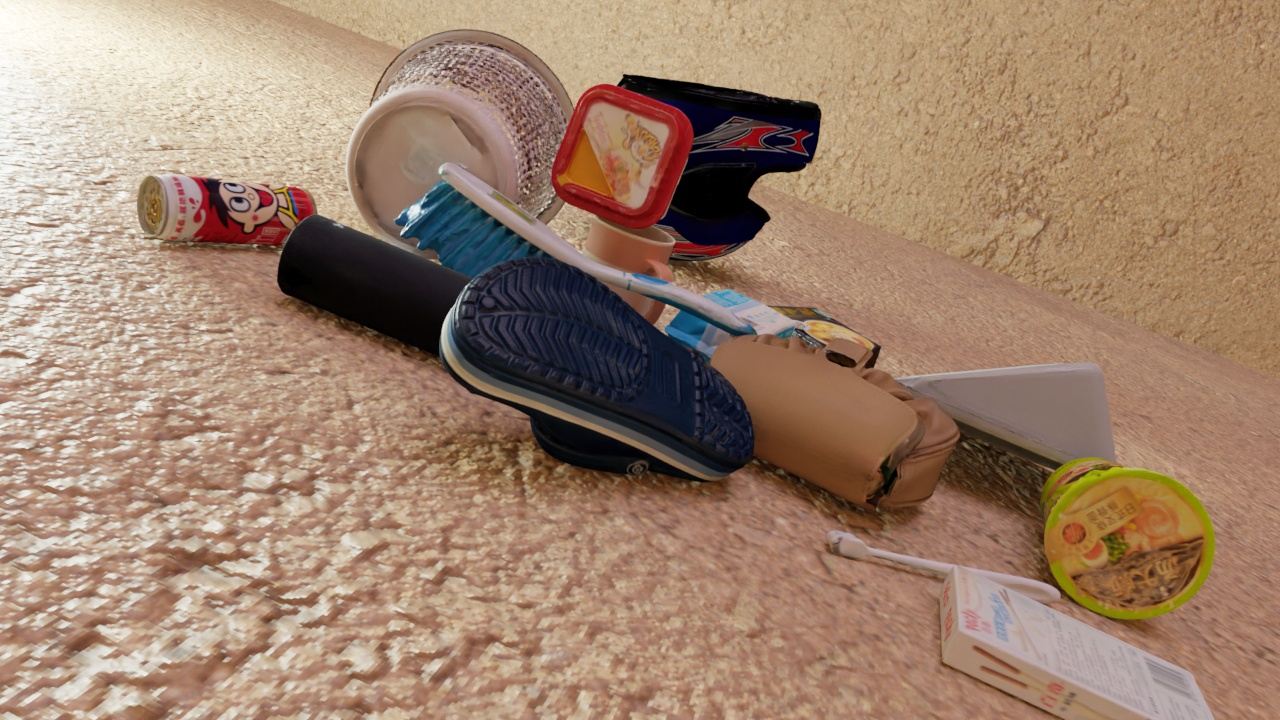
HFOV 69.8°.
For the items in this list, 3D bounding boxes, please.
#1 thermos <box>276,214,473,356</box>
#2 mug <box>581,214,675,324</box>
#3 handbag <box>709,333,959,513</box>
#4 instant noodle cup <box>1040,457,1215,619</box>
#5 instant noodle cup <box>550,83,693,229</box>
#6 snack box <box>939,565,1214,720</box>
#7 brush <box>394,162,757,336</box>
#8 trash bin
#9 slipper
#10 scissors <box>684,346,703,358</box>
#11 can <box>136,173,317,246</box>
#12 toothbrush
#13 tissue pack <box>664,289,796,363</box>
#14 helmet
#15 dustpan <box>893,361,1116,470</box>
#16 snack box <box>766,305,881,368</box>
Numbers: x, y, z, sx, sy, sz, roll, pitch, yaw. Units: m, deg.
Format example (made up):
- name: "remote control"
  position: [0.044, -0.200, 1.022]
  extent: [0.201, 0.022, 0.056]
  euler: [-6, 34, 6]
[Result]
- name: "thermos"
  position: [-0.152, -0.033, 0.712]
  extent: [0.242, 0.068, 0.090]
  euler: [23, -14, 4]
- name: "mug"
  position: [-0.013, -0.074, 0.883]
  extent: [0.081, 0.106, 0.114]
  euler: [4, 24, -40]
- name: "handbag"
  position: [0.144, 0.039, 0.731]
  extent: [0.205, 0.100, 0.147]
  euler: [24, 22, 22]
- name: "instant noodle cup"
  position: [0.364, 0.126, 0.716]
  extent: [0.112, 0.112, 0.123]
  euler: [23, 11, 10]
- name: "instant noodle cup"
  position: [-0.009, -0.189, 0.884]
  extent: [0.116, 0.117, 0.124]
  euler: [23, 6, 11]
- name: "snack box"
  position: [0.259, 0.184, 0.551]
  extent: [0.157, 0.027, 0.084]
  euler: [23, 19, 11]
- name: "brush"
  position: [-0.052, -0.069, 0.795]
  extent: [0.314, 0.109, 0.060]
  euler: [35, 14, -12]
- name: "trash bin"
  position: [-0.180, -0.194, 0.882]
  extent: [0.227, 0.228, 0.191]
  euler: [18, 23, -4]
- name: "slipper"
  position: [-0.029, 0.019, 0.617]
  extent: [0.252, 0.095, 0.105]
  euler: [26, 41, -35]
- name: "scissors"
  position: [-0.057, -0.025, 0.742]
  extent: [0.235, 0.021, 0.139]
  euler: [14, 2, -18]
- name: "can"
  position: [-0.345, -0.125, 0.773]
  extent: [0.053, 0.053, 0.132]
  euler: [32, 22, 32]
- name: "toothbrush"
  position: [0.212, 0.144, 0.637]
  extent: [0.180, 0.016, 0.016]
  euler: [15, 13, -11]
- name: "tissue pack"
  position: [0.091, -0.024, 0.913]
  extent: [0.090, 0.063, 0.139]
  euler: [28, 22, 19]
- name: "helmet"
  position: [0.081, -0.259, 1.278]
  extent: [0.315, 0.241, 0.247]
  euler: [3, 23, -14]
- name: "dustpan"
  position: [0.344, 0.076, 0.881]
  extent: [0.258, 0.142, 0.222]
  euler: [-6, -2, 7]
- name: "snack box"
  position: [0.201, -0.018, 1.042]
  extent: [0.125, 0.053, 0.113]
  euler: [-2, 27, -37]
